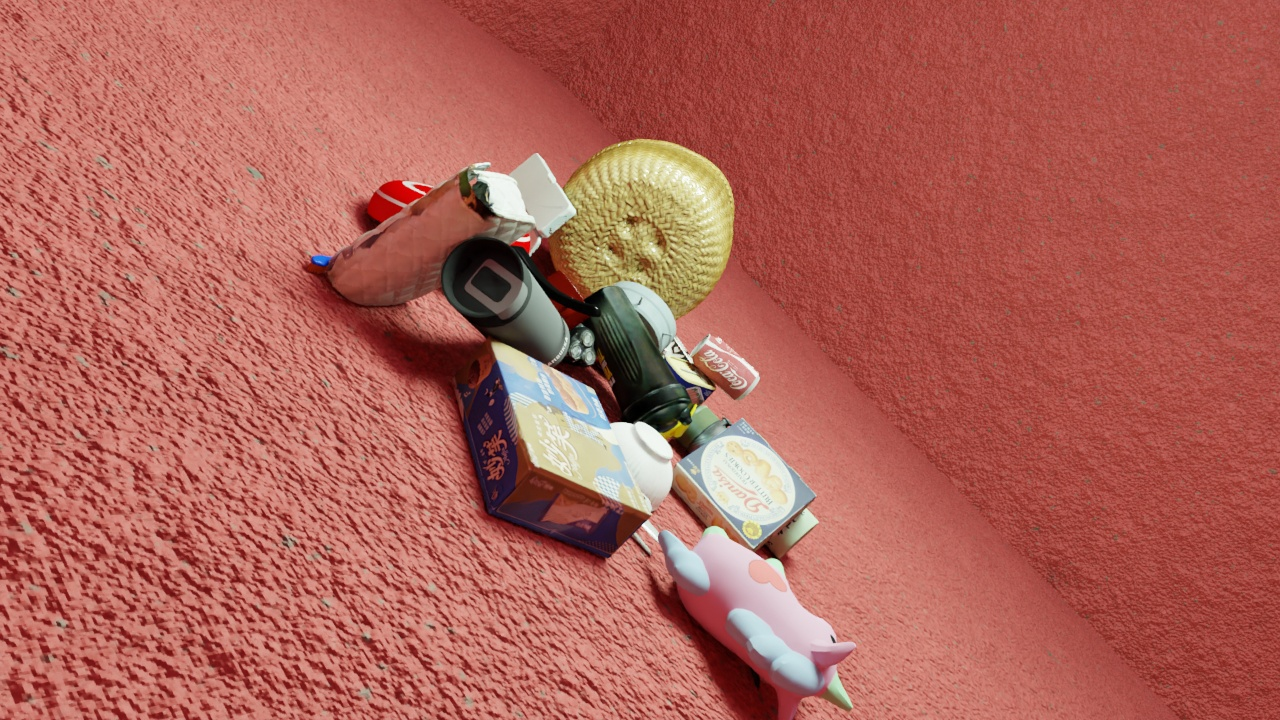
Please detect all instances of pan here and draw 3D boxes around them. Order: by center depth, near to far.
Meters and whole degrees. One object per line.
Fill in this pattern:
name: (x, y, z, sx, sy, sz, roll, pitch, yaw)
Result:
pan: (-0.183, -0.146, 1.144, 0.356, 0.067, 0.208, 26, 14, 27)

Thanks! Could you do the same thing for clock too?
clock: (-0.017, -0.053, 1.377, 0.122, 0.160, 0.045, 51, 53, -15)
clock: (0.055, 0.014, 1.478, 0.155, 0.065, 0.114, 51, 7, -37)

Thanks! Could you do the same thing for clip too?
clip: (-0.006, 0.158, 1.001, 0.102, 0.050, 0.058, 45, 28, 6)

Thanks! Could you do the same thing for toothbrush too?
toothbrush: (-0.311, -0.106, 1.010, 0.016, 0.018, 0.182, 40, 12, 6)

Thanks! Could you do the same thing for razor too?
razor: (-0.102, -0.049, 1.252, 0.054, 0.067, 0.151, 26, 29, -42)

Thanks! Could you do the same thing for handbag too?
handbag: (-0.216, -0.130, 0.953, 0.072, 0.195, 0.138, 63, 18, 4)

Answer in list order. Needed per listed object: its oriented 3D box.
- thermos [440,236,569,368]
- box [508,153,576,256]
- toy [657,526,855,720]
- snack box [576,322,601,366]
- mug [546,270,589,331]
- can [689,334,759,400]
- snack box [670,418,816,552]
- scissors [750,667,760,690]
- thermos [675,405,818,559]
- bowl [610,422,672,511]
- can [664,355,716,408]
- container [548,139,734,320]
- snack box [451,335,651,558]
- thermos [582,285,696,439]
thermos: (-0.140, -0.053, 1.004, 0.082, 0.082, 0.240, 47, -4, 15)
box: (-0.179, -0.239, 1.451, 0.040, 0.135, 0.197, 39, 14, -40)
toy: (0.109, 0.253, 0.917, 0.222, 0.120, 0.171, 33, 14, -6)
snack box: (-0.050, -0.030, 1.332, 0.121, 0.072, 0.072, 42, 16, 0)
mug: (-0.114, -0.061, 1.174, 0.073, 0.082, 0.106, 58, -9, -19)
can: (0.121, 0.010, 1.325, 0.096, 0.054, 0.054, 41, 16, -5)
snack box: (0.131, 0.165, 1.188, 0.144, 0.043, 0.144, -29, 69, -40)
scissors: (0.107, 0.287, 0.992, 0.121, 0.013, 0.170, 46, 20, 10)
thermos: (0.143, 0.161, 1.276, 0.231, 0.082, 0.082, 48, 16, 18)
bowl: (-0.004, 0.114, 1.080, 0.118, 0.062, 0.118, 39, 16, -14)
can: (0.045, 0.048, 1.315, 0.056, 0.092, 0.116, 52, 18, 29)
container: (-0.004, -0.208, 1.508, 0.307, 0.308, 0.196, 41, 19, -6)
snack box: (-0.094, 0.085, 0.924, 0.155, 0.069, 0.202, 29, 20, -37)
thermos: (-0.007, 0.007, 1.231, 0.098, 0.098, 0.220, 15, 44, -59)
